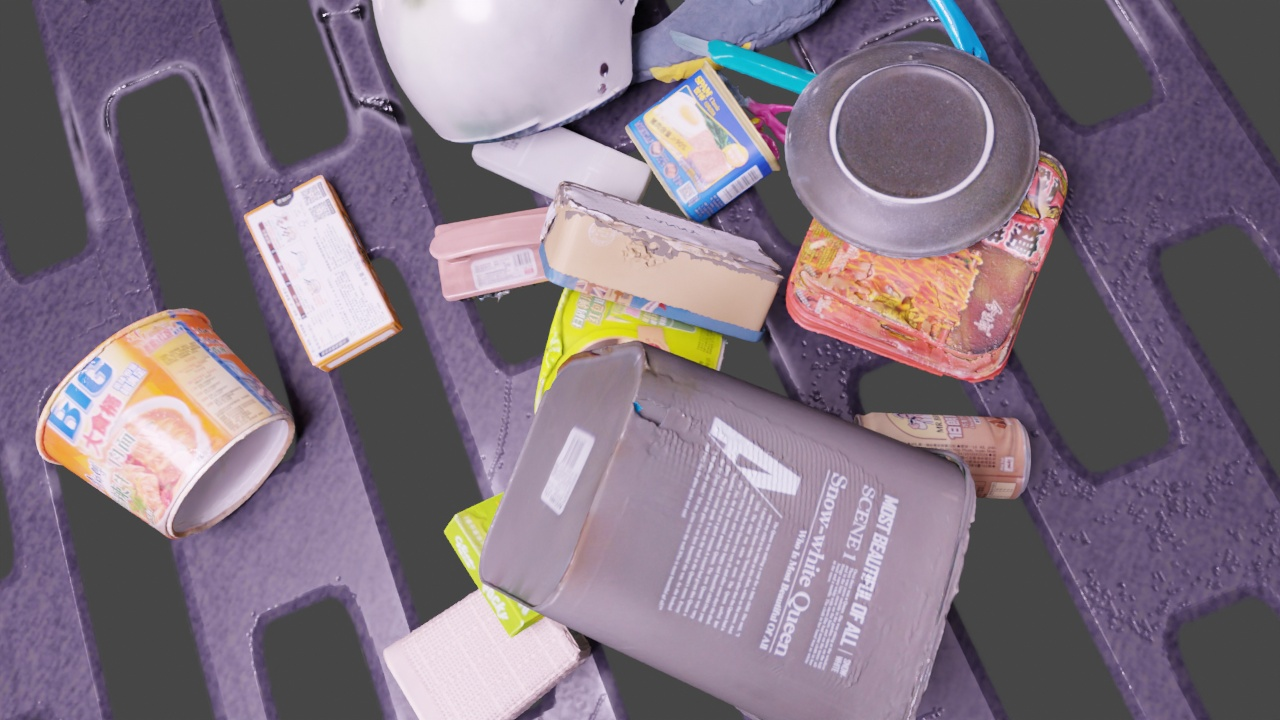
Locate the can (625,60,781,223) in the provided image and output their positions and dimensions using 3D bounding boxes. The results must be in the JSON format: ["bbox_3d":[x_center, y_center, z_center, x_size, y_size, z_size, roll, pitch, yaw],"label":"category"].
[{"bbox_3d":[0.049,-0.170,0.730,0.083,0.057,0.102,-35,75,12],"label":"can"}]

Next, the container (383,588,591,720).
[{"bbox_3d":[-0.102,0.209,0.648,0.111,0.090,0.090,-35,75,-6],"label":"container"}]

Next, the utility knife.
[{"bbox_3d":[0.106,-0.230,0.730,0.182,0.013,0.029,13,59,-18],"label":"utility knife"}]

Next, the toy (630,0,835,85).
[{"bbox_3d":[0.111,-0.336,0.758,0.138,0.091,0.356,34,80,32],"label":"toy"}]

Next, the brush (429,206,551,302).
[{"bbox_3d":[-0.089,-0.090,0.725,0.145,0.073,0.063,-10,75,2],"label":"brush"}]

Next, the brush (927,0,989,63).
[{"bbox_3d":[0.189,-0.317,0.691,0.083,0.046,0.254,-39,94,-31],"label":"brush"}]

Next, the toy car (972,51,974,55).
[{"bbox_3d":[0.235,-0.217,0.736,0.090,0.043,0.034,-34,103,0],"label":"toy car"}]

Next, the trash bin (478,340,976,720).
[{"bbox_3d":[0.043,0.104,0.555,0.219,0.199,0.198,27,75,-22],"label":"trash bin"}]

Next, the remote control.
[{"bbox_3d":[-0.066,-0.163,0.766,0.150,0.021,0.058,26,81,11],"label":"remote control"}]

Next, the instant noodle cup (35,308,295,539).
[{"bbox_3d":[-0.343,0.053,0.687,0.111,0.151,0.151,39,83,5],"label":"instant noodle cup"}]

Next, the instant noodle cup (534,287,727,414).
[{"bbox_3d":[-0.004,0.004,0.680,0.123,0.112,0.111,14,78,2],"label":"instant noodle cup"}]

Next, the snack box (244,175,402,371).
[{"bbox_3d":[-0.264,-0.074,0.764,0.075,0.026,0.153,-29,76,-2],"label":"snack box"}]

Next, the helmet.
[{"bbox_3d":[-0.115,-0.314,0.715,0.230,0.157,0.273,0,72,22],"label":"helmet"}]

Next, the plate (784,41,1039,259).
[{"bbox_3d":[0.193,-0.159,0.658,0.179,0.024,0.179,-3,72,9],"label":"plate"}]

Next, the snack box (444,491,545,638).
[{"bbox_3d":[-0.051,0.119,0.644,0.156,0.026,0.085,-23,70,-44],"label":"snack box"}]

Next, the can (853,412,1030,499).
[{"bbox_3d":[0.213,0.068,0.660,0.116,0.058,0.058,2,77,6],"label":"can"}]

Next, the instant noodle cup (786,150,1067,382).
[{"bbox_3d":[0.209,-0.081,0.686,0.164,0.079,0.188,22,79,11],"label":"instant noodle cup"}]

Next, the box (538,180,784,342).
[{"bbox_3d":[0.020,-0.071,0.669,0.184,0.089,0.061,18,110,-15],"label":"box"}]

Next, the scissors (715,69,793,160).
[{"bbox_3d":[0.088,-0.222,0.768,0.073,0.017,0.137,-31,72,-1],"label":"scissors"}]
